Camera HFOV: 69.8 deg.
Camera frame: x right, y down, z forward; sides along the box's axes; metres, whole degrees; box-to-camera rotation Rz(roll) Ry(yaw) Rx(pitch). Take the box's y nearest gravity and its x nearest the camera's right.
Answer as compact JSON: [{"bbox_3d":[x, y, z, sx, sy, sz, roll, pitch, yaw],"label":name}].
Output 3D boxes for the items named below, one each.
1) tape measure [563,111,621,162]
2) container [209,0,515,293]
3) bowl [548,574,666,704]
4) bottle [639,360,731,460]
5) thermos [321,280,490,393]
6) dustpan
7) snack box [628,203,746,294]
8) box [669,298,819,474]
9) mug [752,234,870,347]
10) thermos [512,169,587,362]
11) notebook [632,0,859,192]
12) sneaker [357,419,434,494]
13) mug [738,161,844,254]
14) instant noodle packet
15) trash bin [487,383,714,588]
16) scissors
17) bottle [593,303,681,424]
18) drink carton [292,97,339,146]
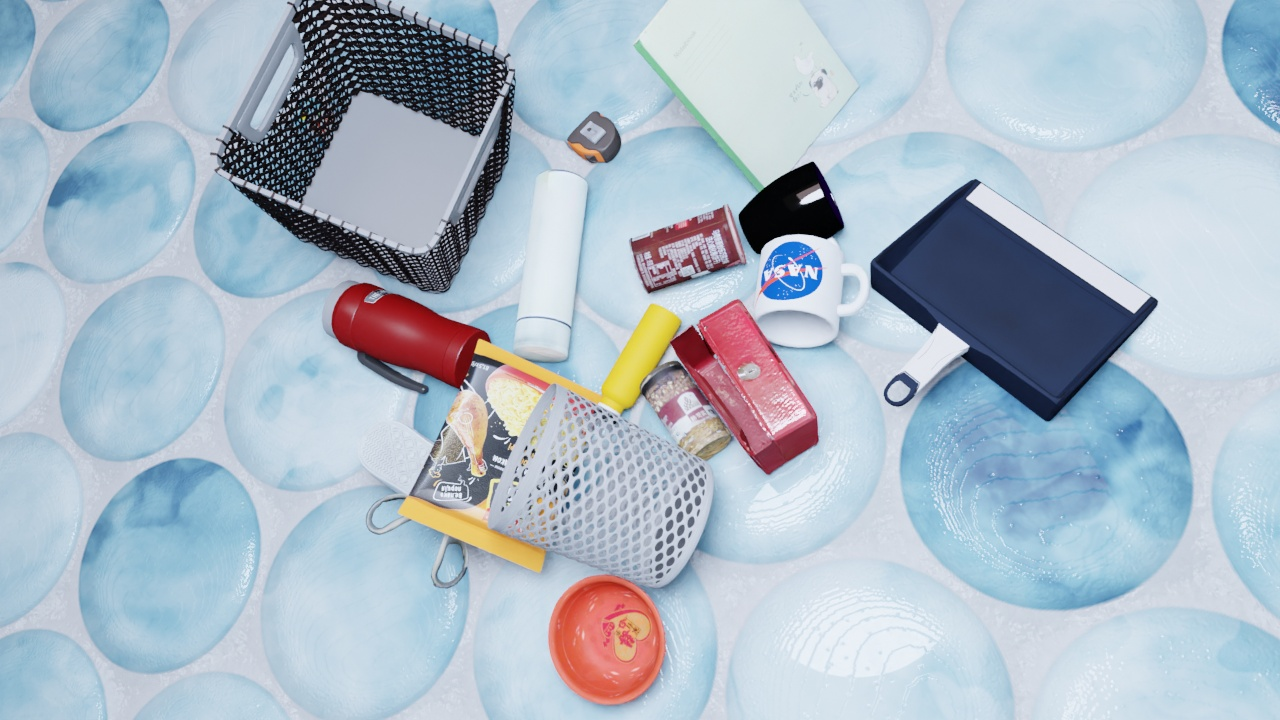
[{"bbox_3d":[-0.057,-0.280,1.159,0.058,0.038,0.059,-45,67,-1],"label":"tape measure"},{"bbox_3d":[-0.296,-0.238,1.067,0.245,0.244,0.247,22,79,-2],"label":"container"},{"bbox_3d":[-0.029,0.288,0.959,0.131,0.045,0.130,-3,82,21],"label":"bowl"},{"bbox_3d":[0.049,0.057,1.011,0.056,0.056,0.105,-35,67,3],"label":"bottle"},{"bbox_3d":[-0.289,-0.022,1.126,0.199,0.083,0.108,20,113,19],"label":"thermos"},{"bbox_3d":[0.349,-0.046,0.944,0.273,0.080,0.236,-46,67,-2],"label":"dustpan"},{"bbox_3d":[0.055,-0.128,1.061,0.121,0.072,0.072,-18,69,11],"label":"snack box"},{"bbox_3d":[0.114,0.031,0.965,0.087,0.129,0.157,-34,68,-1],"label":"box"},{"bbox_3d":[0.185,-0.074,0.985,0.121,0.091,0.090,-1,64,24],"label":"mug"},{"bbox_3d":[-0.107,-0.113,1.106,0.068,0.068,0.229,1,74,16],"label":"thermos"},{"bbox_3d":[0.126,-0.329,1.028,0.182,0.252,0.010,-51,33,-3],"label":"notebook"},{"bbox_3d":[-0.217,0.144,1.048,0.235,0.087,0.089,30,73,0],"label":"sneaker"},{"bbox_3d":[0.174,-0.149,1.036,0.100,0.084,0.119,-25,97,20],"label":"mug"},{"bbox_3d":[-0.144,0.100,1.006,0.160,0.032,0.220,25,61,-9],"label":"instant noodle packet"},{"bbox_3d":[-0.037,0.131,0.927,0.183,0.157,0.156,26,79,-12],"label":"trash bin"},{"bbox_3d":[-0.214,0.164,0.990,0.157,0.013,0.171,1,73,-14],"label":"scissors"},{"bbox_3d":[-0.006,0.006,1.050,0.043,0.043,0.143,27,82,22],"label":"bottle"},{"bbox_3d":[-0.403,-0.298,1.215,0.039,0.129,0.044,16,77,33],"label":"drink carton"}]
